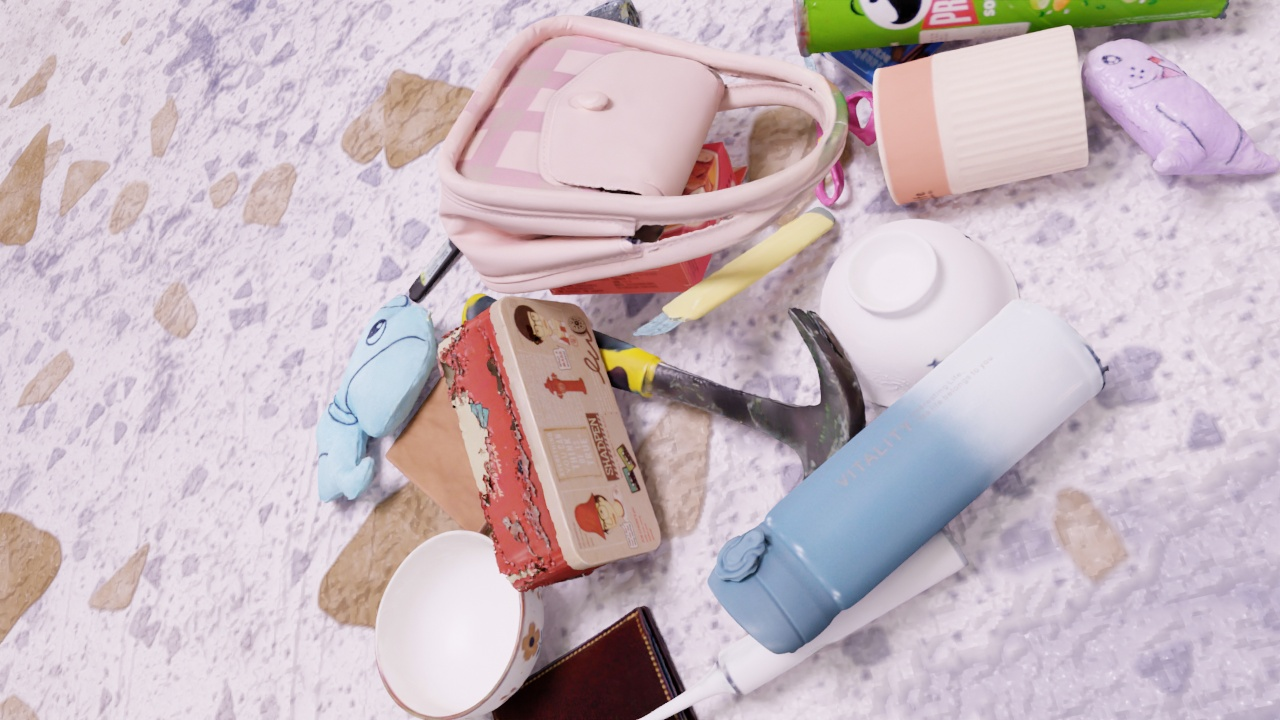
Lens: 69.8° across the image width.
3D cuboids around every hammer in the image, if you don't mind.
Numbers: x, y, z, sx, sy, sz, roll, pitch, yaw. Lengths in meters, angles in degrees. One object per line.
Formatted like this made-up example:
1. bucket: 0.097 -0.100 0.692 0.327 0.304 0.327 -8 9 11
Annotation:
1. hammer: -0.004 0.004 0.598 0.324 0.031 0.126 19 101 37

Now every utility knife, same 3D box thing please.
1. utility knife: 0.062 -0.057 0.557 0.172 0.019 0.031 -30 32 -32

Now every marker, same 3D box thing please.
1. marker: -0.149 -0.097 0.749 0.124 0.015 0.018 -50 54 6

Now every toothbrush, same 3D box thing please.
1. toothbrush: 0.073 0.155 0.494 0.221 0.027 0.026 -33 64 7

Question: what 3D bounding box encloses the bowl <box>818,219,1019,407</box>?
1. bowl: 0.149 -0.038 0.524 0.118 0.064 0.118 -12 63 25

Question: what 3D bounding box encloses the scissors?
1. scissors: 0.123 -0.172 0.600 0.096 0.017 0.137 126 142 -57

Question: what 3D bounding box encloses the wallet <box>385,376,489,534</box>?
1. wallet: -0.124 0.058 0.666 0.115 0.020 0.101 35 89 33

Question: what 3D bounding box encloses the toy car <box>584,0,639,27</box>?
1. toy car: -0.029 -0.239 0.729 0.054 0.037 0.120 -14 53 25

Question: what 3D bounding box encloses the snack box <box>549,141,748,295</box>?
1. snack box: 0.001 -0.103 0.623 0.113 0.044 0.126 0 49 29

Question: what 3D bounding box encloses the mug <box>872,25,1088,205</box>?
1. mug: 0.200 -0.150 0.542 0.106 0.082 0.114 -7 37 25

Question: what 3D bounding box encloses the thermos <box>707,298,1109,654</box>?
1. thermos: 0.132 0.060 0.466 0.220 0.070 0.070 -39 55 -5

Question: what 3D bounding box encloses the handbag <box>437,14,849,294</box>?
1. handbag: 0.009 -0.131 0.561 0.234 0.093 0.192 4 49 21

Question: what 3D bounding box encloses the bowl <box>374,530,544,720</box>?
1. bowl: -0.105 0.170 0.580 0.114 0.062 0.113 -12 63 24

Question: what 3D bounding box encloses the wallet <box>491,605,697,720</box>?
1. wallet: -0.029 0.217 0.544 0.122 0.020 0.096 -36 53 12

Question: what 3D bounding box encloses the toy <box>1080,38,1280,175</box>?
1. toy: 0.280 -0.136 0.497 0.039 0.083 0.108 113 144 -49

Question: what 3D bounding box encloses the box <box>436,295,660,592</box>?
1. box: -0.064 0.052 0.567 0.079 0.091 0.168 -29 72 32

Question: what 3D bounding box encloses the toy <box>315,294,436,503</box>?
1. toy: -0.202 0.024 0.702 0.157 0.049 0.161 -36 45 26

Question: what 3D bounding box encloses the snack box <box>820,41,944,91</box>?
1. snack box: 0.192 -0.257 0.616 0.157 0.026 0.084 -43 56 7

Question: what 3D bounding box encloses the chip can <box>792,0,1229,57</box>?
1. chip can: 0.212 -0.226 0.541 0.236 0.072 0.072 1 70 19
